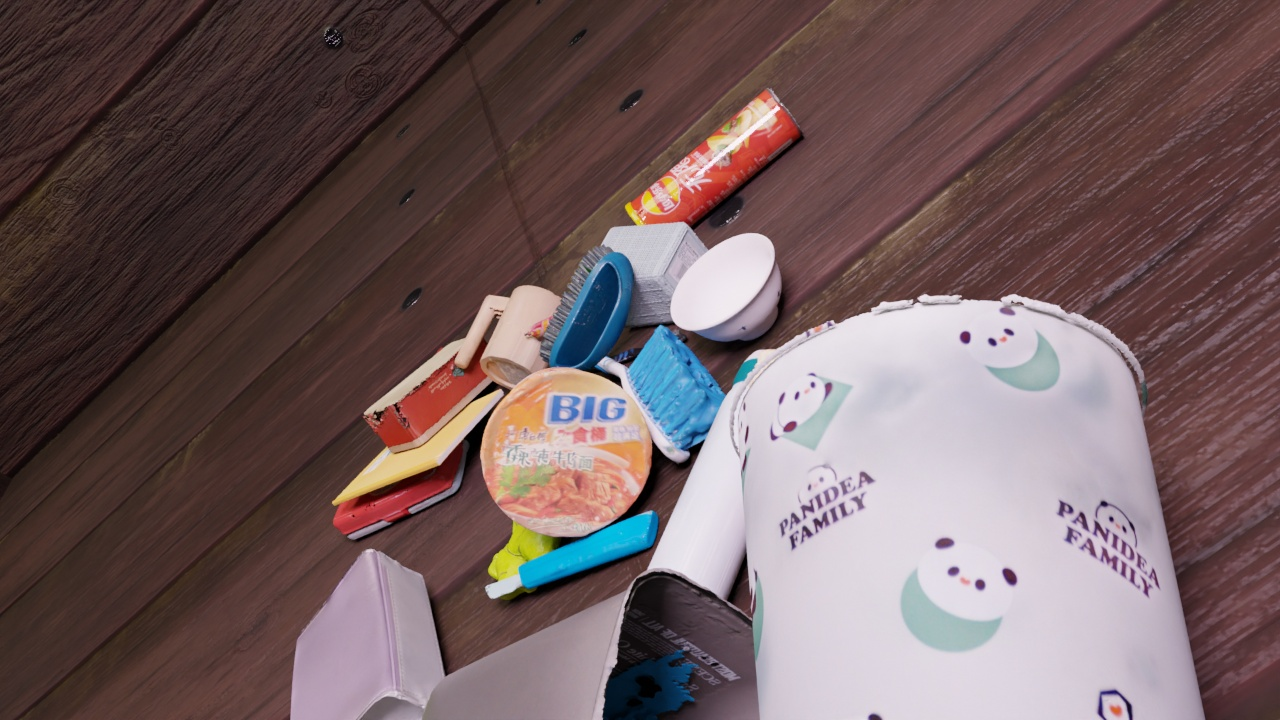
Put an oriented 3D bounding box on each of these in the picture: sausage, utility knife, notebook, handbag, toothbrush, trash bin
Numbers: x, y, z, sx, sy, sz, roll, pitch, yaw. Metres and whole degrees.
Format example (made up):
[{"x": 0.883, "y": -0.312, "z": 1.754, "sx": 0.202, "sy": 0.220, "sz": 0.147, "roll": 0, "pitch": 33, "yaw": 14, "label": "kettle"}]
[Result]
[{"x": -0.063, "y": -0.058, "z": 1.066, "sx": 0.155, "sy": 0.020, "sz": 0.020, "roll": -25, "pitch": 29, "yaw": -12, "label": "sausage"}, {"x": -0.066, "y": 0.181, "z": 0.829, "sx": 0.186, "sy": 0.018, "sz": 0.034, "roll": -24, "pitch": 41, "yaw": 19, "label": "utility knife"}, {"x": -0.269, "y": 0.105, "z": 1.105, "sx": 0.207, "sy": 0.010, "sz": 0.145, "roll": -23, "pitch": 19, "yaw": 35, "label": "notebook"}, {"x": -0.260, "y": 0.300, "z": 0.866, "sx": 0.145, "sy": 0.098, "sz": 0.197, "roll": -41, "pitch": 33, "yaw": 5, "label": "handbag"}, {"x": -0.025, "y": -0.003, "z": 1.011, "sx": 0.190, "sy": 0.016, "sz": 0.014, "roll": -18, "pitch": 45, "yaw": 39, "label": "toothbrush"}, {"x": 0.157, "y": 0.136, "z": 0.459, "sx": 0.230, "sy": 0.229, "sz": 0.251, "roll": -23, "pitch": 44, "yaw": 32, "label": "trash bin"}, {"x": -0.024, "y": 0.263, "z": 0.555, "sx": 0.220, "sy": 0.199, "sz": 0.198, "roll": -27, "pitch": 34, "yaw": 39, "label": "trash bin"}]

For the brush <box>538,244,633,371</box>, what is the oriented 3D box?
[{"x": -0.049, "y": -0.044, "z": 0.939, "sx": 0.073, "sy": 0.055, "sz": 0.144, "roll": 39, "pitch": 107, "yaw": 36, "label": "brush"}]

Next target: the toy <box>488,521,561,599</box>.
[{"x": -0.107, "y": 0.179, "z": 0.886, "sx": 0.100, "sy": 0.031, "sz": 0.096, "roll": -46, "pitch": 39, "yaw": 5, "label": "toy"}]

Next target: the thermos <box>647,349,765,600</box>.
[{"x": 0.074, "y": 0.092, "z": 0.740, "sx": 0.073, "sy": 0.073, "sz": 0.223, "roll": -5, "pitch": 50, "yaw": 47, "label": "thermos"}]

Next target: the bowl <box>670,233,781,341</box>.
[{"x": 0.094, "y": -0.057, "z": 0.884, "sx": 0.118, "sy": 0.065, "sz": 0.118, "roll": -30, "pitch": 34, "yaw": 23, "label": "bowl"}]

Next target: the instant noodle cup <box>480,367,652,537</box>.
[{"x": -0.072, "y": 0.074, "z": 0.852, "sx": 0.151, "sy": 0.151, "sz": 0.111, "roll": -45, "pitch": 13, "yaw": 1, "label": "instant noodle cup"}]

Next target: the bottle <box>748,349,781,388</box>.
[{"x": 0.109, "y": 0.061, "z": 0.691, "sx": 0.067, "sy": 0.066, "sz": 0.149, "roll": -23, "pitch": 63, "yaw": 33, "label": "bottle"}]

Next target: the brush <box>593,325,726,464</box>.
[{"x": -0.006, "y": 0.005, "z": 0.931, "sx": 0.109, "sy": 0.060, "sz": 0.314, "roll": -52, "pitch": 33, "yaw": 13, "label": "brush"}]

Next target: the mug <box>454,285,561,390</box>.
[{"x": -0.154, "y": -0.027, "z": 1.109, "sx": 0.125, "sy": 0.084, "sz": 0.103, "roll": 9, "pitch": 59, "yaw": 22, "label": "mug"}]

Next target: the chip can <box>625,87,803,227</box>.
[{"x": 0.085, "y": -0.221, "z": 1.075, "sx": 0.217, "sy": 0.073, "sz": 0.073, "roll": -38, "pitch": 32, "yaw": 12, "label": "chip can"}]

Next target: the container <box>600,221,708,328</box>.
[{"x": 0.016, "y": -0.094, "z": 0.999, "sx": 0.112, "sy": 0.090, "sz": 0.089, "roll": -1, "pitch": 53, "yaw": 45, "label": "container"}]

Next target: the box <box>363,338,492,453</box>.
[{"x": -0.259, "y": 0.032, "z": 1.139, "sx": 0.092, "sy": 0.077, "sz": 0.167, "roll": -15, "pitch": 23, "yaw": 46, "label": "box"}]

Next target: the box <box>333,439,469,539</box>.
[{"x": -0.290, "y": 0.156, "z": 1.127, "sx": 0.202, "sy": 0.047, "sz": 0.086, "roll": -26, "pitch": 34, "yaw": 28, "label": "box"}]
